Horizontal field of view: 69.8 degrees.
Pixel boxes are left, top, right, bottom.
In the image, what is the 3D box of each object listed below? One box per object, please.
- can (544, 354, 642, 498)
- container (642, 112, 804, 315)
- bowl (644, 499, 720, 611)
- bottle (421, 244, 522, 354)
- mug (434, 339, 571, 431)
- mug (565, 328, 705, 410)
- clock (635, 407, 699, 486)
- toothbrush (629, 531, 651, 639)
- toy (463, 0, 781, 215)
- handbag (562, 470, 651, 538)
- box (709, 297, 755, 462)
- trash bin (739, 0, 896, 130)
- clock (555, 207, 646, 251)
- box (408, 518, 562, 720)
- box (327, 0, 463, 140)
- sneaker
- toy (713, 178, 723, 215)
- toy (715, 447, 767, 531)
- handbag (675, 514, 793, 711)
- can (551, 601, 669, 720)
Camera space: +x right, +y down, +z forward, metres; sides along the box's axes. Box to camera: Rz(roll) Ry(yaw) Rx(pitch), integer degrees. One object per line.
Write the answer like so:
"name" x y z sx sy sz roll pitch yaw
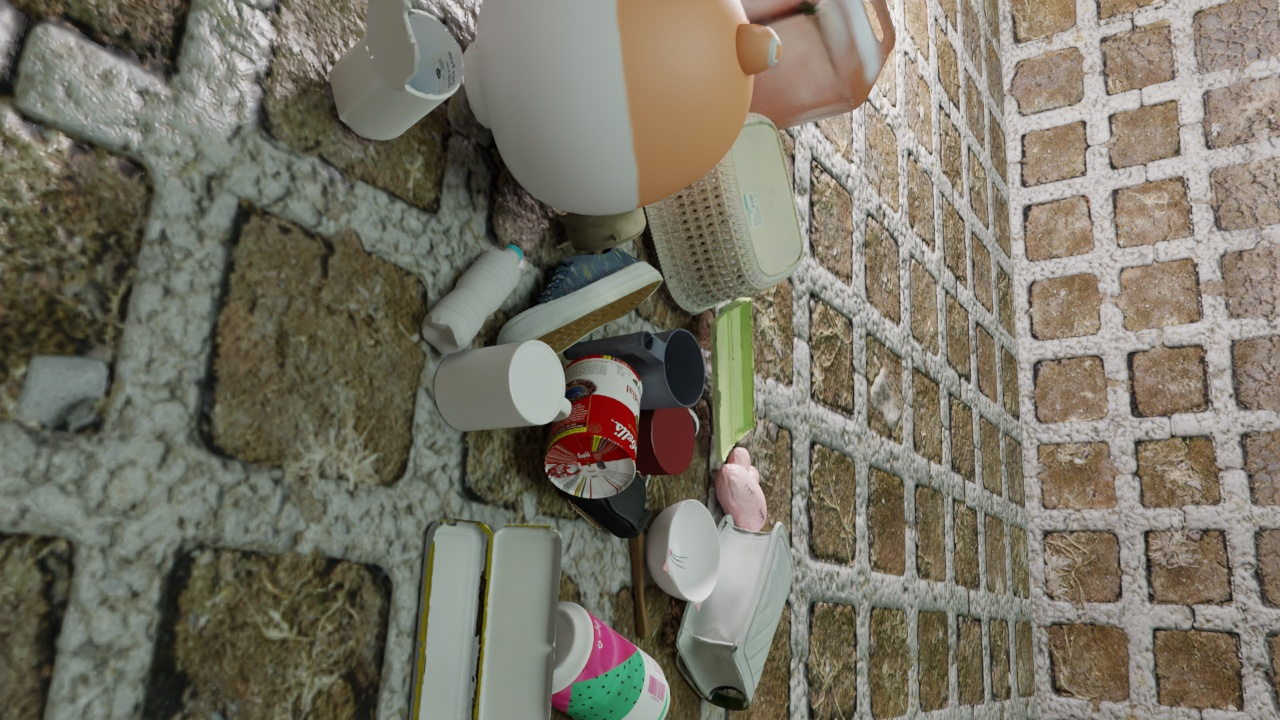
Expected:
"can" -0.045 0.063 0.901 0.087 0.087 0.116 56 24 -34
"container" 0.099 -0.188 1.136 0.184 0.143 0.251 -27 106 -45
"bowl" 0.042 0.219 1.056 0.114 0.051 0.114 21 64 -53
"bottle" -0.148 -0.062 0.839 0.044 0.044 0.135 61 40 -28
"mug" -0.115 0.031 0.828 0.110 0.091 0.073 36 55 -47
"mug" -0.006 0.006 0.980 0.124 0.104 0.083 32 58 -48
"clock" 0.024 0.079 1.059 0.096 0.048 0.137 57 42 -32
"toothbrush" -0.002 0.226 1.024 0.016 0.016 0.167 -2 86 -55
"toy" -0.019 -0.273 0.852 0.262 0.281 0.266 -94 175 -69
"handbag" -0.030 0.133 0.969 0.128 0.054 0.079 47 43 -37
"box" 0.116 0.022 1.188 0.138 0.030 0.187 -36 126 -58
"trash bin" 0.173 -0.404 1.181 0.181 0.260 0.157 58 43 -32
"clock" -0.032 -0.157 0.990 0.140 0.093 0.055 -52 132 -53
"box" -0.133 0.244 0.790 0.128 0.046 0.209 9 74 -22
"box" -0.184 -0.230 0.715 0.094 0.166 0.084 -9 86 -45
"sneaker" -0.068 -0.069 0.935 0.079 0.088 0.234 49 40 8
"toy" 0.132 -0.233 1.281 0.117 0.043 0.092 -40 118 -49
"toy" 0.134 0.167 1.208 0.108 0.053 0.104 57 27 -31
"handbag" 0.118 0.303 1.120 0.198 0.096 0.142 -62 146 -41
"can" -0.044 0.303 0.883 0.166 0.088 0.088 48 47 -40
